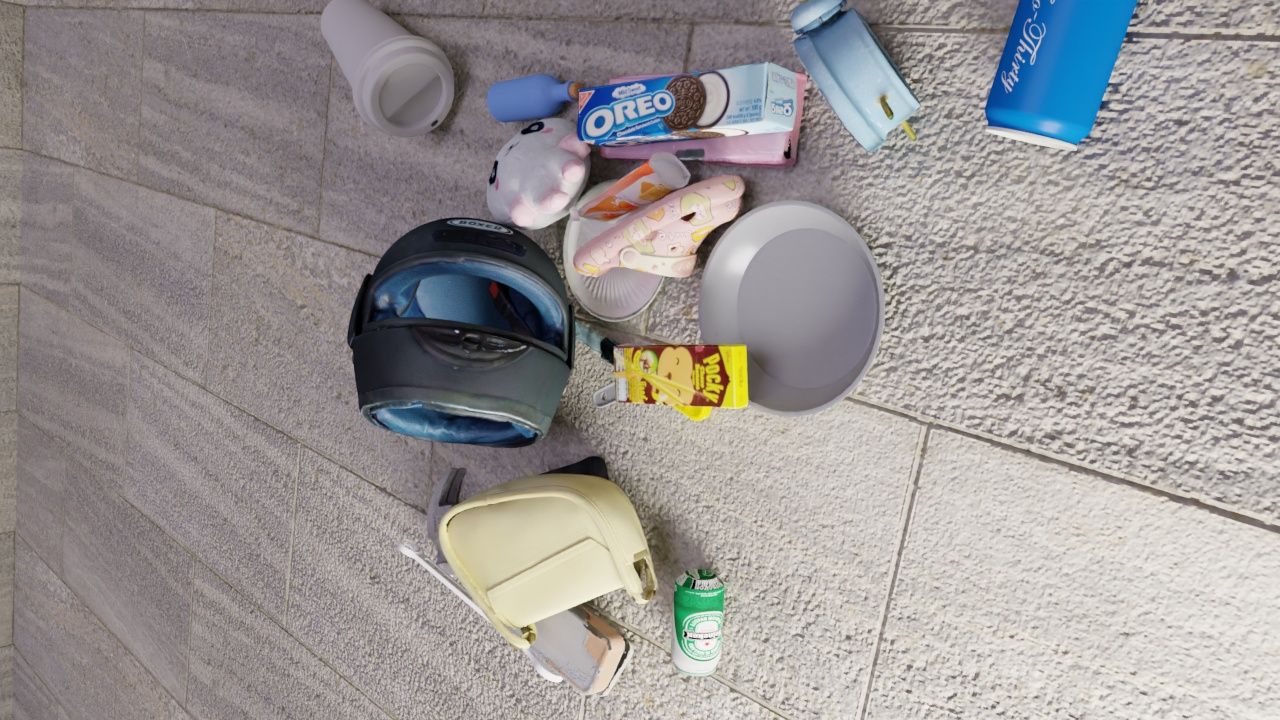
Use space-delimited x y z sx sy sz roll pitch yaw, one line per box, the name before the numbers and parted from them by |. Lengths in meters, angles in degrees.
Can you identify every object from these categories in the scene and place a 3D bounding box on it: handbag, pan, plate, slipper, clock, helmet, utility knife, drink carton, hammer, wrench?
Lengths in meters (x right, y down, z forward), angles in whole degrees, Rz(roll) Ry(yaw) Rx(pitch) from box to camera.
handbag | -0.101 0.208 1.025 0.233 0.088 0.191 -28 81 28
pan | 0.086 -0.020 0.913 0.358 0.050 0.200 -28 76 39
plate | -0.027 -0.122 1.023 0.157 0.014 0.157 3 95 40
slipper | 0.023 -0.117 0.925 0.198 0.093 0.081 -24 95 24
clock | 0.176 -0.254 0.781 0.060 0.118 0.162 -34 78 24
helmet | -0.189 -0.038 0.991 0.317 0.249 0.235 137 141 -74
utility knife | -0.006 0.006 1.012 0.213 0.020 0.029 33 111 32
drink carton | -0.013 -0.170 0.950 0.122 0.069 0.039 -25 71 41
hammer | -0.159 0.180 1.138 0.313 0.035 0.139 -21 70 37
wrench | -0.200 0.307 1.140 0.273 0.047 0.009 35 97 16

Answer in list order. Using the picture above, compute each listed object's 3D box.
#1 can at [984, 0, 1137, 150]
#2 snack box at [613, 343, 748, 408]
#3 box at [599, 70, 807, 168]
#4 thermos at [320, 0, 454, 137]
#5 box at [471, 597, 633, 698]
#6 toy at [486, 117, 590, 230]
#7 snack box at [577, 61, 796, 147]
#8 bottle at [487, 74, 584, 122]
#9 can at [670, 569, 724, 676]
can | 0.316 -0.238 0.686 0.079 0.078 0.146 25 109 36
snack box | 0.037 0.014 0.913 0.149 0.025 0.061 1 95 39
box | 0.058 -0.246 0.933 0.233 0.037 0.098 10 95 39
thermos | -0.342 -0.396 1.202 0.222 0.131 0.132 49 122 35
box | -0.109 0.306 1.084 0.216 0.062 0.081 28 94 35
toy | -0.104 -0.198 0.999 0.139 0.101 0.179 -50 24 1
snack box | 0.039 -0.244 0.888 0.227 0.059 0.059 7 97 38
bottle | -0.118 -0.306 1.063 0.131 0.048 0.048 5 97 39
can | 0.059 0.271 0.956 0.053 0.053 0.101 8 98 39
